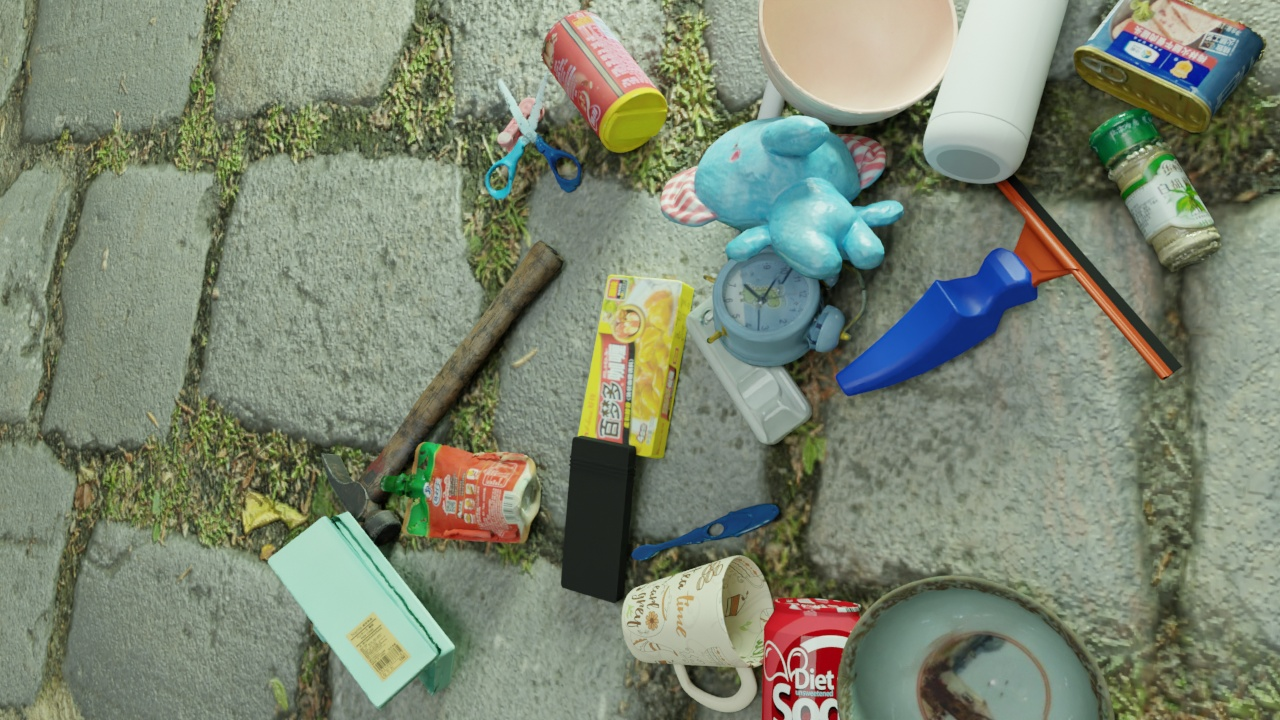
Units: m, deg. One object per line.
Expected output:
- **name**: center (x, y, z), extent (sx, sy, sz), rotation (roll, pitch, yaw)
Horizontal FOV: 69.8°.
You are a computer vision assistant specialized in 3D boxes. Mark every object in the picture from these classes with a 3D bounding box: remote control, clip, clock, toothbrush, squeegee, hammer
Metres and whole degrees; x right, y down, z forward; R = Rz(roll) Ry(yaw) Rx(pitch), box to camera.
- **remote control**: center (-0.036, 0.133, 0.776), extent (0.058, 0.013, 0.133), rotation (10, 99, 29)
- **clip**: center (-0.119, -0.228, 0.889), extent (0.023, 0.043, 0.060), rotation (33, 111, 25)
- **clock**: center (0.112, -0.045, 0.715), extent (0.124, 0.052, 0.088), rotation (-5, 66, 10)
- **toothbrush**: center (0.099, -0.173, 0.770), extent (0.018, 0.019, 0.188), rotation (14, 88, 22)
- **squeegee**: center (0.223, -0.031, 0.660), extent (0.185, 0.055, 0.249), rotation (-36, 49, 18)
- **remote control**: center (0.085, 0.003, 0.745), extent (0.050, 0.022, 0.133), rotation (-39, 65, 16)
- **toothbrush**: center (0.052, 0.140, 0.743), extent (0.132, 0.016, 0.021), rotation (-22, 72, 20)
- **hammer**: center (-0.190, 0.018, 0.885), extent (0.120, 0.033, 0.331), rotation (44, 102, 28)

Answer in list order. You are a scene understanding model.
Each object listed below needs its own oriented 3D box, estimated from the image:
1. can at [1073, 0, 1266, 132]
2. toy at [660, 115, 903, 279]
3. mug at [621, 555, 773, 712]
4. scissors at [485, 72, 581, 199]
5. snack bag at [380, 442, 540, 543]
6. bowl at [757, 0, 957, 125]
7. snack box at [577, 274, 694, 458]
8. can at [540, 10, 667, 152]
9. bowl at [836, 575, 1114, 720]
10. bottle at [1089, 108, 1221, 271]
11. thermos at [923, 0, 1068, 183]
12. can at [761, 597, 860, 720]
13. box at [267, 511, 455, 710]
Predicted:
- **can**: center (0.356, -0.206, 0.621), extent (0.100, 0.054, 0.059), rotation (40, 99, 27)
- **toy**: center (0.112, -0.126, 0.675), extent (0.183, 0.115, 0.180), rotation (-14, 37, -9)
- **mug**: center (0.049, 0.216, 0.709), extent (0.097, 0.080, 0.122), rotation (-18, 100, 32)
- **scissors**: center (-0.096, -0.209, 0.869), extent (0.117, 0.014, 0.130), rotation (16, 92, 9)
- **snack bag**: center (-0.168, 0.120, 0.832), extent (0.155, 0.044, 0.087), rotation (3, 80, 19)
- **bowl**: center (0.157, -0.243, 0.708), extent (0.153, 0.076, 0.153), rotation (1, 80, -7)
- **snack box**: center (-0.005, 0.005, 0.790), extent (0.075, 0.025, 0.152), rotation (8, 85, 29)
- **can**: center (-0.034, -0.252, 0.828), extent (0.067, 0.066, 0.124), rotation (-41, 65, 16)
- **bowl**: center (0.217, 0.219, 0.595), extent (0.160, 0.093, 0.159), rotation (-5, 78, 27)
- **bottle**: center (0.346, -0.114, 0.618), extent (0.043, 0.042, 0.110), rotation (-27, 70, 21)
- **thermos**: center (0.274, -0.243, 0.642), extent (0.101, 0.068, 0.229), rotation (4, 73, 61)
- **can**: center (0.124, 0.245, 0.651), extent (0.074, 0.074, 0.142), rotation (-2, 80, 28)
- **box**: center (-0.259, 0.231, 0.833), extent (0.188, 0.091, 0.077), rotation (42, 135, 27)
